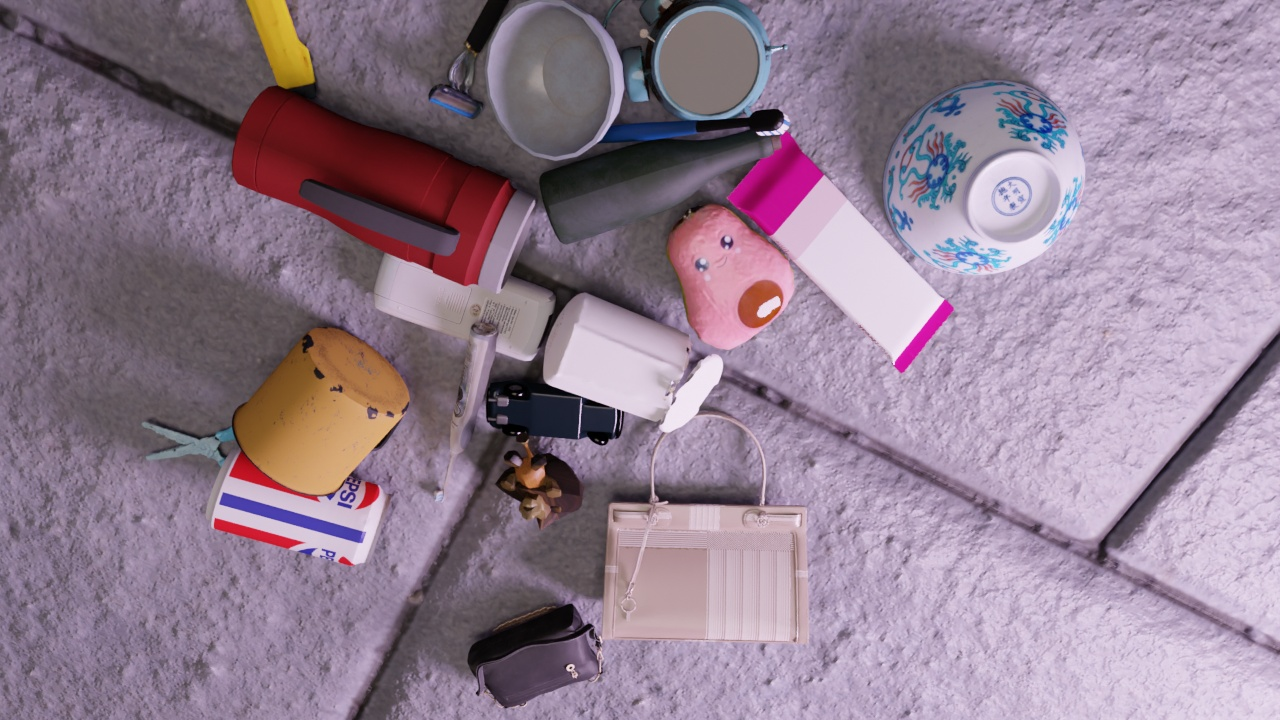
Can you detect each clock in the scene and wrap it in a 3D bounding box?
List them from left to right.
[{"bbox_3d":[0.033,-0.213,0.635,0.124,0.053,0.090,20,110,-3],"label":"clock"}]

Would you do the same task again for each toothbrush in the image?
[{"bbox_3d":[-0.145,0.049,0.748,0.024,0.022,0.186,-10,134,-38],"label":"toothbrush"},{"bbox_3d":[0.025,-0.159,0.629,0.168,0.014,0.014,6,86,38],"label":"toothbrush"}]

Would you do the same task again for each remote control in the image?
[{"bbox_3d":[-0.138,-0.047,0.719,0.138,0.025,0.060,19,111,-8],"label":"remote control"}]

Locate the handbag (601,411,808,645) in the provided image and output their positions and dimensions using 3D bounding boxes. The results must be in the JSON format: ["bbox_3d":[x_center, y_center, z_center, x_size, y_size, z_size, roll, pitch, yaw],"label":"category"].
[{"bbox_3d":[0.056,0.139,0.781,0.175,0.062,0.198,1,103,1],"label":"handbag"}]

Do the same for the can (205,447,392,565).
[{"bbox_3d":[-0.280,0.121,0.758,0.132,0.070,0.070,19,111,-13],"label":"can"}]

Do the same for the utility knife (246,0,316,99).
[{"bbox_3d":[-0.271,-0.291,0.630,0.030,0.019,0.224,-13,115,0],"label":"utility knife"}]

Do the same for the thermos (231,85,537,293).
[{"bbox_3d":[-0.180,-0.117,0.649,0.198,0.108,0.084,23,111,-5],"label":"thermos"}]

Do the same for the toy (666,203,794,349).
[{"bbox_3d":[0.062,-0.066,0.692,0.090,0.051,0.110,-38,104,9],"label":"toy"}]

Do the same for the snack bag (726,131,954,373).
[{"bbox_3d":[0.155,-0.079,0.694,0.196,0.016,0.070,42,83,-14],"label":"snack bag"}]

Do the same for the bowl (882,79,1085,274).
[{"bbox_3d":[0.253,-0.122,0.653,0.144,0.074,0.144,1,111,1],"label":"bowl"}]

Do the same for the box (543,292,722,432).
[{"bbox_3d":[-0.002,0.006,0.704,0.143,0.089,0.080,20,98,-9],"label":"box"}]

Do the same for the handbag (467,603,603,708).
[{"bbox_3d":[-0.094,0.274,0.830,0.128,0.054,0.079,-23,113,8],"label":"handbag"}]

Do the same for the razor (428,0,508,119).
[{"bbox_3d":[-0.104,-0.243,0.646,0.042,0.022,0.144,13,113,-49],"label":"razor"}]

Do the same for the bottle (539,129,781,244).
[{"bbox_3d":[0.016,-0.135,0.665,0.174,0.055,0.055,-17,110,6],"label":"bottle"}]

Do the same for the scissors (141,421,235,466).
[{"bbox_3d":[-0.355,0.085,0.786,0.141,0.015,0.111,-10,113,9],"label":"scissors"}]

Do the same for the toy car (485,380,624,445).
[{"bbox_3d":[-0.069,0.040,0.746,0.112,0.034,0.046,5,111,0],"label":"toy car"}]

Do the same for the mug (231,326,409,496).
[{"bbox_3d":[-0.239,0.040,0.724,0.094,0.100,0.123,-45,145,14],"label":"mug"}]

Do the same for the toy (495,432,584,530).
[{"bbox_3d":[-0.085,0.096,0.747,0.076,0.062,0.100,6,142,16],"label":"toy"}]

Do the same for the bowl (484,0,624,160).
[{"bbox_3d":[-0.054,-0.196,0.639,0.106,0.039,0.106,12,116,26],"label":"bowl"}]
